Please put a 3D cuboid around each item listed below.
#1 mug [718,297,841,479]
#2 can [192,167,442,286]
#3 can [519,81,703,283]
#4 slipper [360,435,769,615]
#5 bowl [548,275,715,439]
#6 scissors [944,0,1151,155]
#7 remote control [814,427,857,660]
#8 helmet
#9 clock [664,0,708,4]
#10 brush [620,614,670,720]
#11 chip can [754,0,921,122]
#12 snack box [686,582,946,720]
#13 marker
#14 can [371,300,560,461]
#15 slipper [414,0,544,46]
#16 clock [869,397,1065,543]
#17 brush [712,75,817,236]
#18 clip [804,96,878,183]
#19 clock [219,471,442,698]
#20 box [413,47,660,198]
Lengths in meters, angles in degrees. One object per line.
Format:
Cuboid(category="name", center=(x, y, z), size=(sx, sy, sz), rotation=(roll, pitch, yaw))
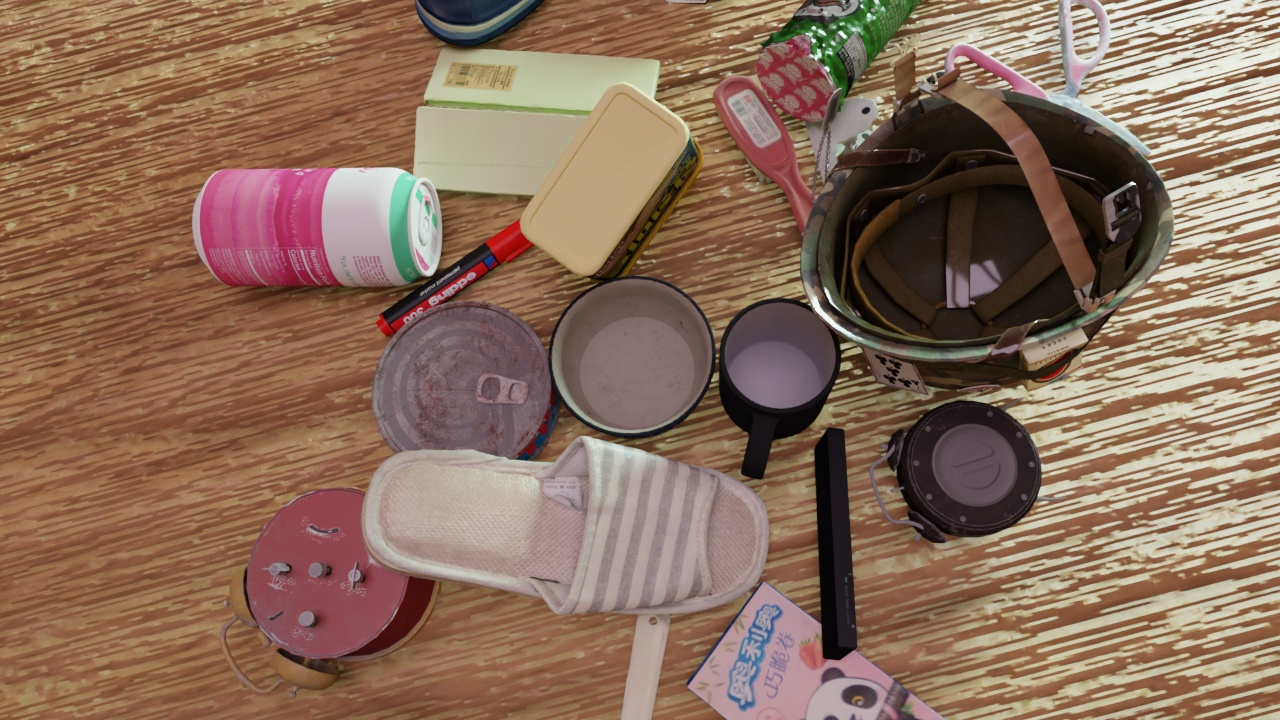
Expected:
Cuboid(category="mug", center=(0.089, 0.025, 0.628), size=(0.078, 0.088, 0.113), rotation=(14, 76, 9))
Cuboid(category="can", center=(-0.241, -0.100, 0.693), size=(0.166, 0.088, 0.088), rotation=(0, 74, 5))
Cuboid(category="can", center=(-0.019, -0.122, 0.653), size=(0.072, 0.101, 0.131), rotation=(36, 97, 4))
Cuboid(category="slipper", center=(-0.044, 0.108, 0.604), size=(0.272, 0.054, 0.114), rotation=(6, 76, -10))
Cuboid(category="bowl", center=(-0.004, 0.004, 0.657), size=(0.115, 0.059, 0.115), rotation=(-1, 74, 5))
Cuboid(category="scissors", center=(0.330, -0.220, 0.716), size=(0.170, 0.014, 0.168), rotation=(36, 80, 14))
Cuboid(category="remote control", center=(0.129, 0.118, 0.607), size=(0.013, 0.034, 0.149), rotation=(6, 60, -4))
Cuboid(category="helmet", center=(0.208, -0.079, 0.567), size=(0.224, 0.237, 0.192), rotation=(-20, 57, -16))
Cuboid(category="clock", center=(0.051, -0.361, 0.754), size=(0.115, 0.065, 0.154), rotation=(20, 76, 10))
Cuboid(category="brush", center=(-0.009, 0.271, 0.608), size=(0.033, 0.012, 0.217), rotation=(9, 73, 8))
Cuboid(category="chip can", center=(0.179, -0.285, 0.705), size=(0.075, 0.075, 0.223), rotation=(34, 73, 13))
Cuboid(category="snack box", center=(0.116, 0.225, 0.598), size=(0.154, 0.033, 0.088), rotation=(36, 78, 13))
Cuboid(category="marker", center=(-0.139, -0.064, 0.710), size=(0.145, 0.021, 0.023), rotation=(-35, 97, -5))
Cuboid(category="can", center=(-0.126, 0.024, 0.670), size=(0.130, 0.044, 0.129), rotation=(-1, 74, 5))
Cuboid(category="slipper", center=(-0.093, -0.371, 0.757), size=(0.252, 0.095, 0.105), rotation=(-43, 78, -11))
Cuboid(category="clock", center=(0.216, 0.076, 0.625), size=(0.123, 0.044, 0.091), rotation=(-17, 73, 0))
Cuboid(category="brush", center=(0.107, -0.144, 0.705), size=(0.041, 0.030, 0.172), rotation=(-27, 73, -5))
Cuboid(category="clip", center=(0.157, -0.177, 0.711), size=(0.054, 0.041, 0.101), rotation=(-14, 63, 8))
Cuboid(category="clock", center=(-0.216, 0.155, 0.622), size=(0.158, 0.081, 0.117), rotation=(-41, 75, -7))
Cuboid(category="box", center=(-0.083, -0.193, 0.731), size=(0.188, 0.048, 0.140), rotation=(7, 72, 7))
